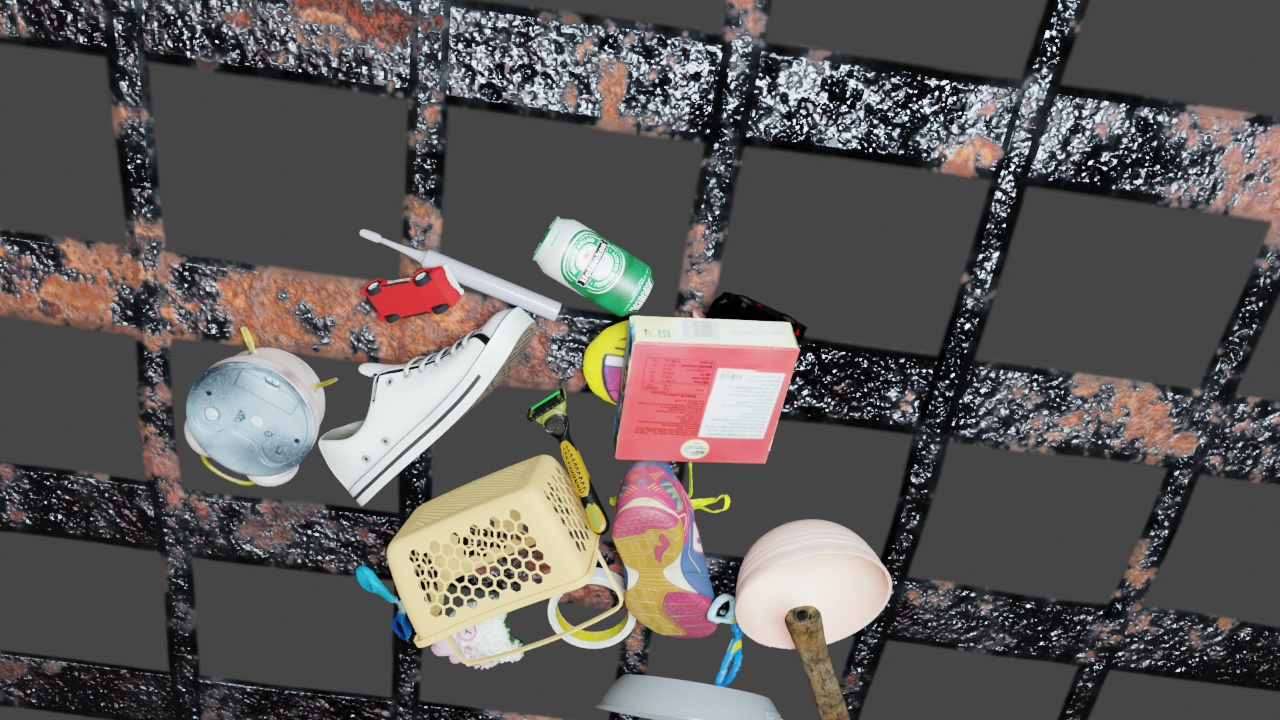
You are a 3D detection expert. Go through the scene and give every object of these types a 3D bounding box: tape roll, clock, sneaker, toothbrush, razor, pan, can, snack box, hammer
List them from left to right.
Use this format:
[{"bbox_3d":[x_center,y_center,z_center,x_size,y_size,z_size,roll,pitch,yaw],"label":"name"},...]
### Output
[{"bbox_3d":[-0.364,0.058,0.866,0.117,0.058,0.158,30,112,-10],"label":"clock"},{"bbox_3d":[-0.203,0.023,0.838,0.246,0.091,0.097,-41,94,20],"label":"sneaker"},{"bbox_3d":[-0.161,-0.078,0.821,0.188,0.019,0.018,22,99,-8],"label":"toothbrush"},{"bbox_3d":[-0.062,0.097,0.853,0.044,0.021,0.144,-32,66,14],"label":"razor"},{"bbox_3d":[-0.051,0.262,0.970,0.094,0.019,0.094,1,114,1],"label":"tape roll"},{"bbox_3d":[-0.040,-0.081,0.798,0.101,0.053,0.053,30,111,-12],"label":"can"},{"bbox_3d":[0.035,0.189,0.912,0.116,0.090,0.242,-7,133,10],"label":"sneaker"},{"bbox_3d":[0.054,0.030,0.814,0.142,0.040,0.145,2,131,-8],"label":"snack box"},{"bbox_3d":[0.120,0.358,0.904,0.357,0.050,0.200,-5,153,31],"label":"pan"},{"bbox_3d":[0.191,0.363,0.959,0.120,0.033,0.331,-16,128,8],"label":"hammer"}]

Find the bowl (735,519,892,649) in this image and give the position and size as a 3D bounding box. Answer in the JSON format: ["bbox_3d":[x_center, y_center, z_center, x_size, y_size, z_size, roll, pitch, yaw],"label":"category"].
[{"bbox_3d":[0.161,0.208,0.902,0.153,0.076,0.153,-4,129,-6],"label":"bowl"}]

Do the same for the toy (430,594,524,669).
[{"bbox_3d":[-0.184,0.296,0.980,0.109,0.041,0.096,-10,115,12],"label":"toy"}]

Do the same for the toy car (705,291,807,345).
[{"bbox_3d":[0.102,-0.033,0.824,0.091,0.036,0.042,23,115,-14],"label":"toy car"}]

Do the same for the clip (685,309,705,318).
[{"bbox_3d":[0.069,-0.025,0.838,0.045,0.023,0.060,-23,113,6],"label":"clip"}]

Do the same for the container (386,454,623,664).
[{"bbox_3d":[-0.127,0.201,0.885,0.183,0.129,0.167,-24,102,11],"label":"container"}]

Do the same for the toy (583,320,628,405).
[{"bbox_3d":[-0.005,0.005,0.842,0.095,0.041,0.094,16,119,-11],"label":"toy"}]

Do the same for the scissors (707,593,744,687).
[{"bbox_3d":[0.099,0.272,0.938,0.014,0.125,0.130,14,161,36],"label":"scissors"}]

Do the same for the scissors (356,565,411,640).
[{"bbox_3d":[-0.244,0.259,0.947,0.129,0.014,0.119,16,131,34],"label":"scissors"}]

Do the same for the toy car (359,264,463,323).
[{"bbox_3d":[-0.205,-0.059,0.819,0.090,0.025,0.038,-8,129,27],"label":"toy car"}]
